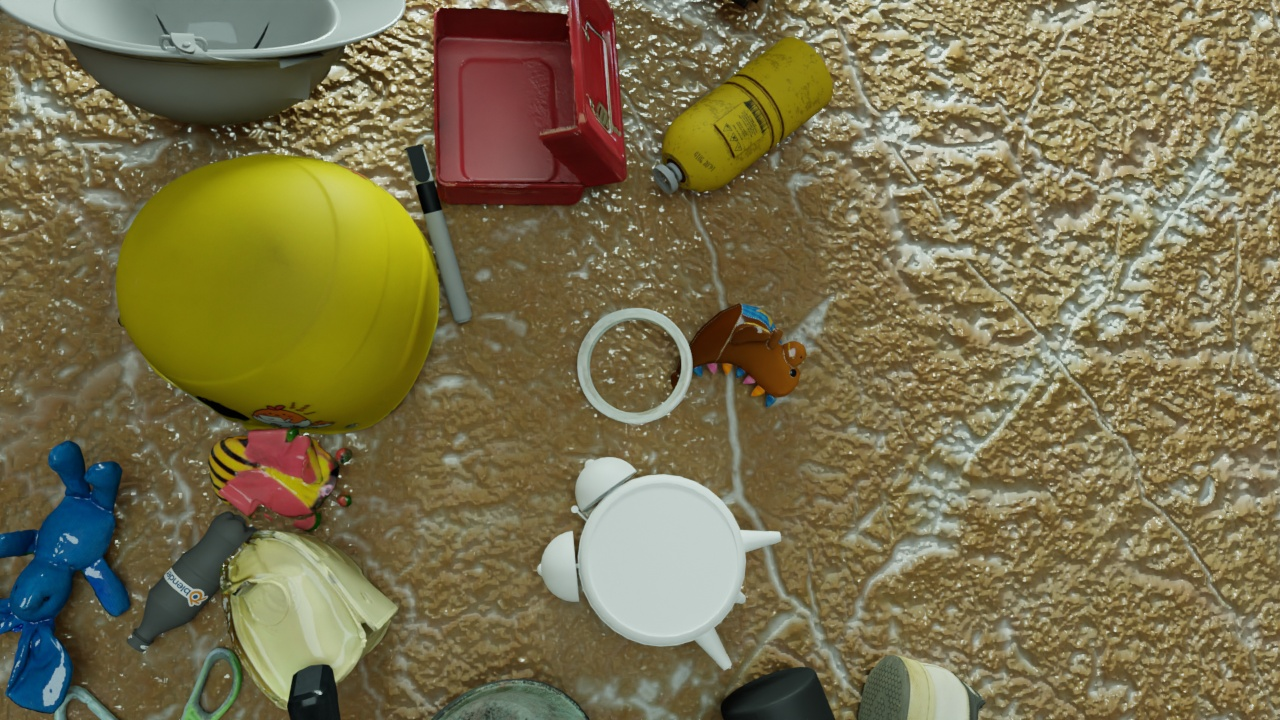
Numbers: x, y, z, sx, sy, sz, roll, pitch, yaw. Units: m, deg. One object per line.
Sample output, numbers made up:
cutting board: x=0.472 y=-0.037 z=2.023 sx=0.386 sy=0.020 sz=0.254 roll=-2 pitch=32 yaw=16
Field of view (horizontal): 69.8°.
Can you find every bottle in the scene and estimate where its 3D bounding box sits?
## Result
bottle: x=-0.324 y=0.160 z=0.661 sx=0.036 sy=0.036 sz=0.109 roll=39 pitch=77 yaw=-1
bottle: x=0.080 y=-0.198 z=0.772 sx=0.163 sy=0.071 sz=0.071 roll=-39 pitch=89 yaw=-13

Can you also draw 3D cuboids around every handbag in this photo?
handbag: x=-0.232 y=0.169 z=0.633 sx=0.081 sy=0.119 sz=0.111 roll=-37 pitch=88 yaw=-12

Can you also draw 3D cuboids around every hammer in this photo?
hammer: x=-0.168 y=0.353 z=0.567 sx=0.025 sy=0.118 sz=0.333 roll=-12 pitch=99 yaw=-15

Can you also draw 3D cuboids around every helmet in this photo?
helmet: x=-0.267 y=-0.058 z=0.655 sx=0.240 sy=0.140 sz=0.209 roll=10 pitch=79 yaw=-7
helmet: x=-0.318 y=-0.233 z=0.695 sx=0.271 sy=0.118 sz=0.183 roll=-2 pitch=50 yaw=-16

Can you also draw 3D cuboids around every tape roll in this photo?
tape roll: x=-0.004 y=0.004 z=0.740 sx=0.093 sy=0.013 sz=0.093 roll=-1 pitch=85 yaw=8

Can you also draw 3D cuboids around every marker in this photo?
marker: x=-0.158 y=-0.098 z=0.720 sx=0.016 sy=0.016 sz=0.140 roll=-17 pitch=104 yaw=-12

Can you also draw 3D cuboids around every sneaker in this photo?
sneaker: x=0.220 y=0.355 z=0.701 sx=0.102 sy=0.089 sz=0.241 roll=12 pitch=74 yaw=-15

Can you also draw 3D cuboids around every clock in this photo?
clock: x=0.012 y=0.153 z=0.709 sx=0.161 sy=0.073 sz=0.125 roll=24 pitch=77 yaw=2

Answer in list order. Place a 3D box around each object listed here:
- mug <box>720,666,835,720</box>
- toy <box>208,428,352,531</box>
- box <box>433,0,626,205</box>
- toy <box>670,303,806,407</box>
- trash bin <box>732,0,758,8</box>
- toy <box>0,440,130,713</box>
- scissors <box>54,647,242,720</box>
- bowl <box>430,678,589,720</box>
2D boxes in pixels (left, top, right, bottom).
mug: x=0.097 y=0.293 z=0.683 sx=0.113 sy=0.078 sz=0.088 roll=-19 pitch=84 yaw=-25
toy: x=-0.268 y=0.084 z=0.676 sx=0.103 sy=0.046 sz=0.084 roll=6 pitch=120 yaw=-5
box: x=-0.099 y=-0.211 z=0.726 sx=0.169 sy=0.153 sz=0.157 roll=-8 pitch=78 yaw=20
toy: x=0.081 y=0.006 z=0.758 sx=0.103 sy=0.070 sz=0.090 roll=-43 pitch=103 yaw=9
trash bin: x=0.035 y=-0.414 z=0.760 sx=0.227 sy=0.164 sz=0.164 roll=31 pitch=77 yaw=-7
toy: x=-0.413 y=0.139 z=0.636 sx=0.113 sy=0.071 sz=0.176 roll=22 pitch=88 yaw=-3
scissors: x=-0.343 y=0.284 z=0.651 sx=0.174 sy=0.022 sz=0.171 roll=25 pitch=75 yaw=-10
bowl: x=-0.104 y=0.303 z=0.654 sx=0.157 sy=0.039 sz=0.157 roll=2 pitch=86 yaw=-29
